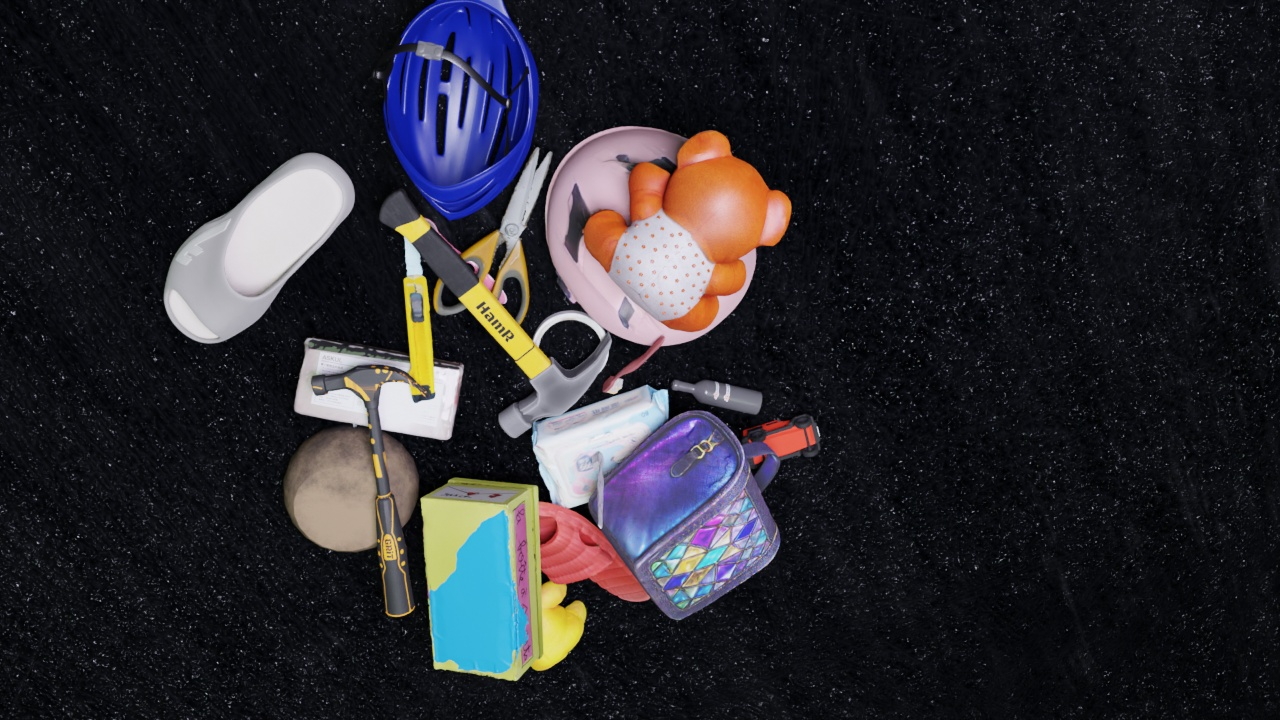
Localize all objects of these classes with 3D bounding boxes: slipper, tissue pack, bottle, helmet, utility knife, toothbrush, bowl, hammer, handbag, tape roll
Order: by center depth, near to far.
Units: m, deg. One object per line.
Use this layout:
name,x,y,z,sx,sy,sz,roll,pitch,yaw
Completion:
helmet,-0.182,-0.242,0.888,0.148,0.227,0.242,13,109,-1
slipper,-0.421,-0.113,0.993,0.266,0.080,0.113,-39,114,10
helmet,0.009,-0.128,1.003,0.230,0.152,0.255,-32,106,11
toothbrush,-0.047,0.141,1.005,0.010,0.181,0.010,-38,106,10
hammer,-0.171,-0.062,1.036,0.170,0.034,0.324,-35,117,8
utility knife,-0.255,-0.060,1.042,0.030,0.019,0.218,-5,94,-20
toothbrush,-0.202,-0.112,1.051,0.022,0.016,0.135,-41,110,8
toothbrush,-0.006,0.006,1.055,0.015,0.185,0.015,15,66,-17
hammer,-0.294,0.156,1.065,0.123,0.036,0.321,-4,110,-5
tissue pack,-0.307,0.036,1.081,0.181,0.071,0.104,10,95,-13
handbag,0.072,0.175,1.087,0.222,0.125,0.205,-37,140,-7
tape roll,-0.085,-0.015,1.105,0.093,0.013,0.093,-2,112,-6
bowl,-0.354,0.164,1.117,0.162,0.070,0.162,-2,112,-5
tissue pack,-0.037,0.107,1.129,0.182,0.070,0.112,-18,115,1
bottle,0.093,0.041,1.138,0.113,0.030,0.030,13,110,-11
slipper,-0.079,0.255,1.164,0.248,0.059,0.104,38,138,-25

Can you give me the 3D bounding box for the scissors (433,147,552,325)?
scissors,-0.142,-0.130,1.037,0.134,0.016,0.228,29,105,-22

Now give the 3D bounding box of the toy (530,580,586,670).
toy,-0.166,0.327,1.197,0.134,0.087,0.194,-35,112,12

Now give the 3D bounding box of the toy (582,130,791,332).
toy,0.049,-0.125,0.887,0.164,0.092,0.173,43,104,-8

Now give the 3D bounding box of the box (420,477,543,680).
box,-0.186,0.259,1.093,0.124,0.081,0.221,0,101,20

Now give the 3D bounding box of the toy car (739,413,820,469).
toy car,0.175,0.100,1.160,0.100,0.048,0.051,-18,112,1
